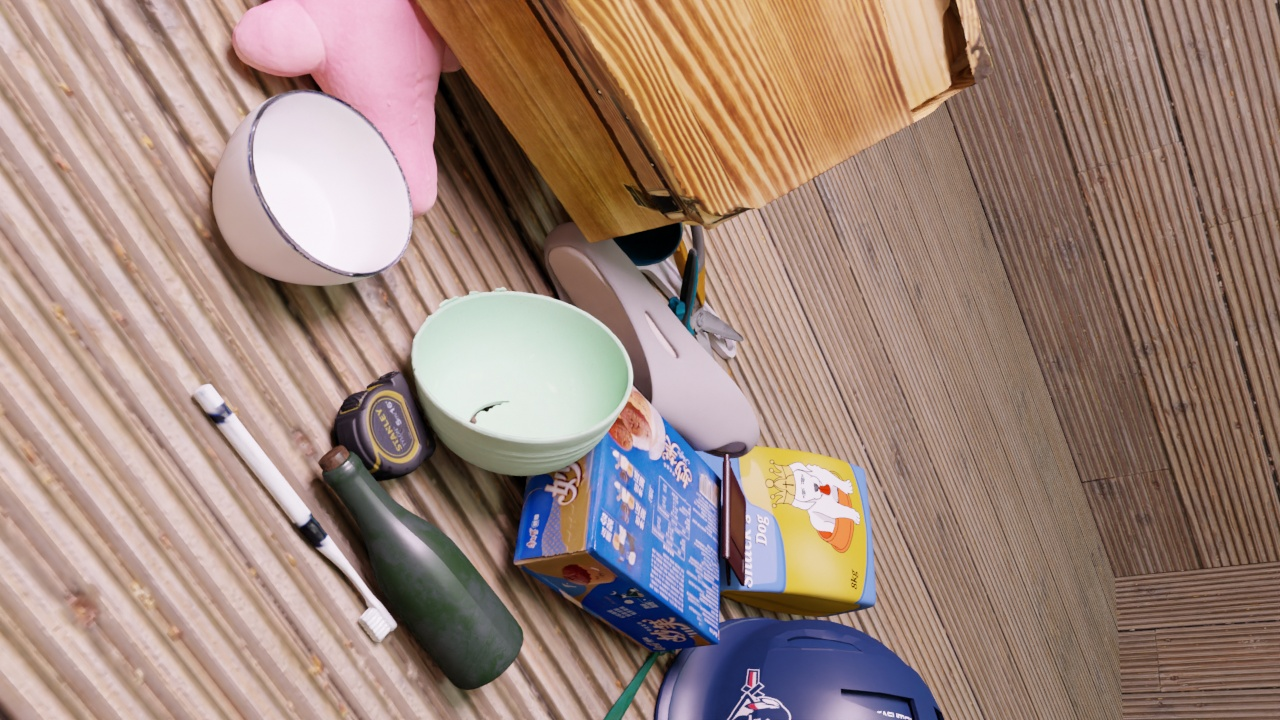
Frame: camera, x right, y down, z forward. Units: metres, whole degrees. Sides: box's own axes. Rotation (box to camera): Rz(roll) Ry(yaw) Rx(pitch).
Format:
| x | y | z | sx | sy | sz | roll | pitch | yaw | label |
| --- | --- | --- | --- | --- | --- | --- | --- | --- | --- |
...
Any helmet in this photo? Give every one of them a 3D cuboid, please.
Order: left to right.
| x | y | z | sx | sy | sz | roll | pitch | yaw | label |
| --- | --- | --- | --- | --- | --- | --- | --- | --- | --- |
| 0.140 | 0.336 | 0.795 | 0.272 | 0.224 | 0.231 | 13 | 60 | -14 | helmet |

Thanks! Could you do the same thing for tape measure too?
| x | y | z | sx | sy | sz | roll | pitch | yaw | label |
| --- | --- | --- | --- | --- | --- | --- | --- | --- | --- |
| -0.164 | 0.045 | 0.579 | 0.061 | 0.034 | 0.062 | -40 | 110 | -59 | tape measure |

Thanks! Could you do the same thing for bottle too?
| x | y | z | sx | sy | sz | roll | pitch | yaw | label |
| --- | --- | --- | --- | --- | --- | --- | --- | --- | --- |
| -0.139 | 0.124 | 0.565 | 0.174 | 0.055 | 0.055 | 59 | 35 | -21 | bottle |

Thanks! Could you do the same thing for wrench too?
| x | y | z | sx | sy | sz | roll | pitch | yaw | label |
| --- | --- | --- | --- | --- | --- | --- | --- | --- | --- |
| 0.031 | -0.074 | 0.954 | 0.273 | 0.018 | 0.086 | 46 | 42 | -40 | wrench |

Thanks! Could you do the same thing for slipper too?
| x | y | z | sx | sy | sz | roll | pitch | yaw | label |
| --- | --- | --- | --- | --- | --- | --- | --- | --- | --- |
| -0.005 | 0.005 | 0.790 | 0.266 | 0.113 | 0.080 | 53 | 55 | -21 | slipper |

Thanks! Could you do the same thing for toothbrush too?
| x | y | z | sx | sy | sz | roll | pitch | yaw | label |
| --- | --- | --- | --- | --- | --- | --- | --- | --- | --- |
| -0.197 | 0.092 | 0.528 | 0.187 | 0.012 | 0.017 | 61 | 38 | -21 | toothbrush |
| -0.011 | 0.275 | 0.733 | 0.189 | 0.017 | 0.016 | -41 | 111 | -56 | toothbrush |

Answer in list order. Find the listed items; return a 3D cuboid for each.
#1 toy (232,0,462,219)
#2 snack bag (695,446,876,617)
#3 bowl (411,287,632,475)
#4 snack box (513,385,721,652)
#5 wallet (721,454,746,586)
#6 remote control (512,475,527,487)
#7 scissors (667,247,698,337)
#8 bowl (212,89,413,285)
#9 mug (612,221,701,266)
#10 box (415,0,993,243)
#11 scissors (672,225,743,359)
| x | y | z | sx | sy | sz | roll | pitch | yaw | label |
| --- | --- | --- | --- | --- | --- | --- | --- | --- | --- |
| -0.179 | -0.213 | 0.622 | 0.191 | 0.097 | 0.237 | -21 | 107 | -54 | toy |
| 0.136 | 0.172 | 0.946 | 0.205 | 0.103 | 0.158 | 17 | 60 | -29 | snack bag |
| -0.086 | 0.025 | 0.639 | 0.150 | 0.151 | 0.077 | -58 | 169 | -50 | bowl |
| -0.007 | 0.124 | 0.733 | 0.203 | 0.069 | 0.154 | 48 | 37 | -45 | snack box |
| 0.084 | 0.149 | 0.835 | 0.116 | 0.018 | 0.091 | 70 | 21 | -62 | wallet |
| -0.069 | 0.104 | 0.725 | 0.140 | 0.009 | 0.030 | 50 | 39 | -34 | remote control |
| 0.019 | -0.038 | 0.860 | 0.124 | 0.154 | 0.019 | -3 | 34 | -34 | scissors |
| -0.202 | -0.096 | 0.552 | 0.116 | 0.066 | 0.116 | 29 | 53 | -49 | bowl |
| 0.021 | -0.149 | 0.843 | 0.107 | 0.114 | 0.083 | -73 | 161 | -48 | mug |
| 0.046 | -0.258 | 0.612 | 0.279 | 0.324 | 0.283 | 54 | 41 | -42 | box |
| 0.044 | -0.048 | 0.937 | 0.215 | 0.016 | 0.225 | -42 | 125 | -42 | scissors |
